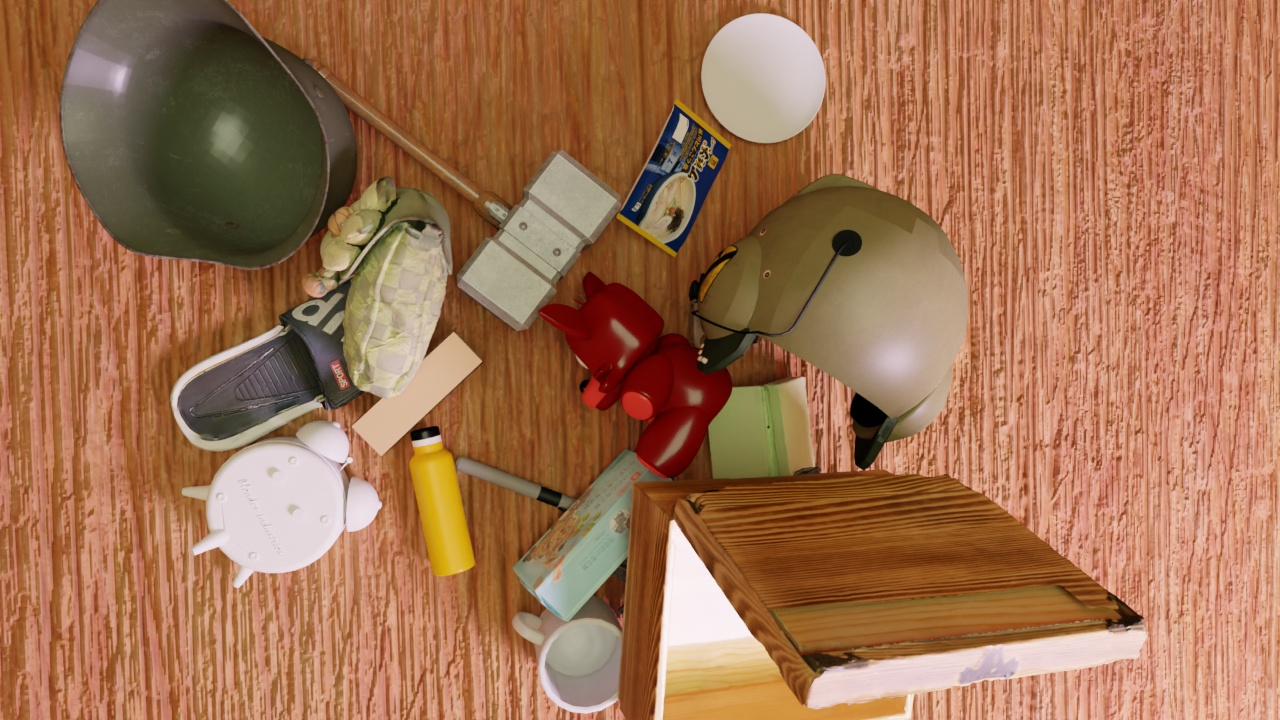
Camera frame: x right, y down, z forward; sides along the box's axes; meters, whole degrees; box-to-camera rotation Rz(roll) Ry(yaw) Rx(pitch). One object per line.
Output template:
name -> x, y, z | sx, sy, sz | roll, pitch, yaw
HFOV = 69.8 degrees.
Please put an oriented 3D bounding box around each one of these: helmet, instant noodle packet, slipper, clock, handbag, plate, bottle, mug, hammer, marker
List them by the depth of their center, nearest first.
handbag -> -0.231, -0.066, 0.800 | 0.116, 0.113, 0.187 | 16, 109, -21
helmet -> -0.349, -0.193, 0.812 | 0.268, 0.153, 0.227 | 38, 107, 15
helmet -> 0.181, -0.049, 0.849 | 0.250, 0.256, 0.233 | 31, 90, -10
clock -> -0.342, 0.136, 0.874 | 0.161, 0.073, 0.125 | -27, 95, -7
slipper -> -0.324, 0.001, 0.880 | 0.263, 0.063, 0.111 | -27, 96, -5
hammer -> -0.192, -0.185, 0.885 | 0.317, 0.083, 0.162 | 37, 86, -7
bottle -> -0.200, 0.138, 0.911 | 0.043, 0.043, 0.143 | -12, 93, -9
mug -> -0.072, 0.282, 0.912 | 0.121, 0.090, 0.091 | 28, 87, -9
instant noodle packet -> 0.035, -0.185, 0.937 | 0.087, 0.026, 0.134 | 29, 86, -38
marker -> -0.122, 0.129, 0.938 | 0.140, 0.016, 0.016 | 22, 88, -9
plate -> 0.129, -0.296, 0.968 | 0.134, 0.011, 0.134 | 0, 92, -9

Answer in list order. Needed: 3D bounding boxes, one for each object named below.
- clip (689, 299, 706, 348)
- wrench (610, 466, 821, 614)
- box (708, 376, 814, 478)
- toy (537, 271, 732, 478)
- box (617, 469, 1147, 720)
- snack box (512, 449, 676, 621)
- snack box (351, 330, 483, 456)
clip -> 0.067, -0.036, 0.960 | 0.049, 0.026, 0.061 | 28, 89, -10
wrench -> 0.076, 0.183, 0.937 | 0.273, 0.010, 0.070 | -27, 91, 8
box -> 0.135, 0.113, 0.973 | 0.098, 0.082, 0.188 | -2, 95, 34
toy -> -0.005, 0.005, 0.887 | 0.197, 0.158, 0.121 | 43, 117, -2
box -> 0.168, 0.219, 0.746 | 0.278, 0.336, 0.287 | 0, 100, -19
snack box -> -0.041, 0.168, 0.906 | 0.174, 0.075, 0.053 | -47, 112, -13
snack box -> -0.211, 0.030, 0.884 | 0.125, 0.088, 0.040 | -44, 97, -6
